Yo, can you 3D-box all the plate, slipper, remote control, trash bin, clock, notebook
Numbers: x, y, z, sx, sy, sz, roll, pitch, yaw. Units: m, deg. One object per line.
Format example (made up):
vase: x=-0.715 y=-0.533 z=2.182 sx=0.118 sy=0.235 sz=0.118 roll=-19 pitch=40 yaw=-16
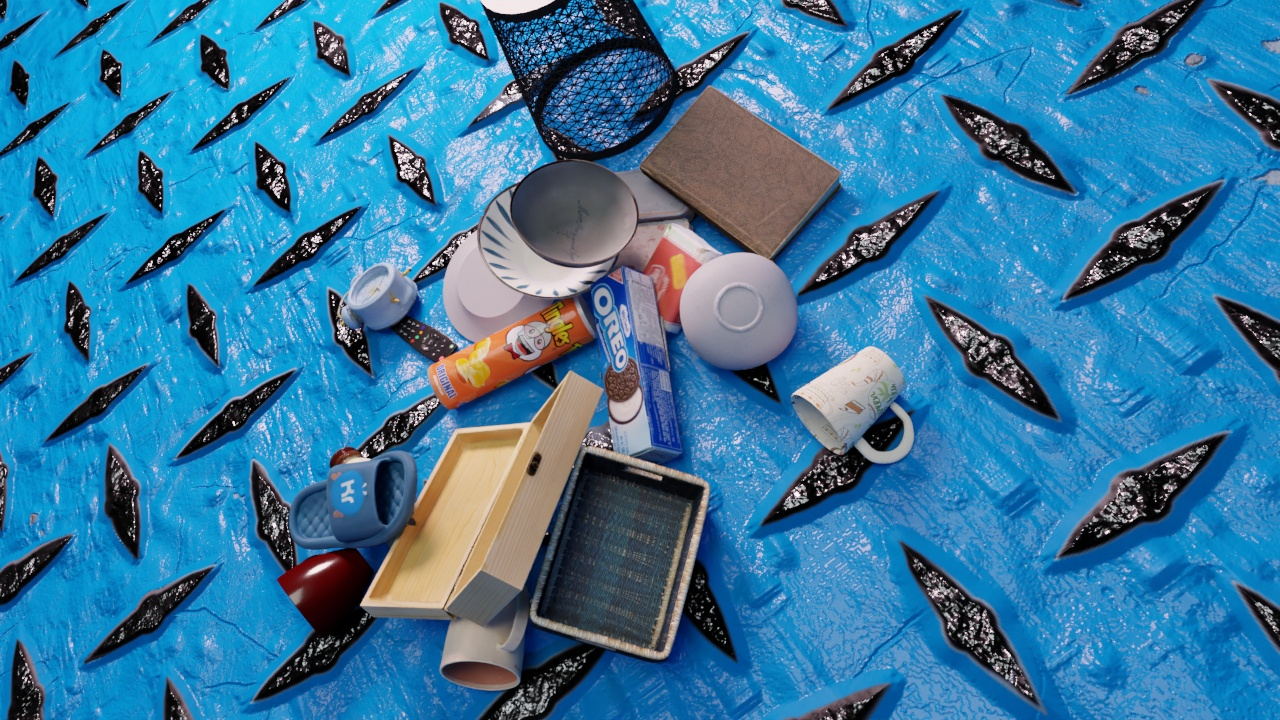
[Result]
plate: x=-0.190 y=-0.106 z=1.207 sx=0.173 sy=0.019 sz=0.172 roll=-5 pitch=76 yaw=20
slipper: x=-0.337 y=0.168 z=1.055 sx=0.214 sy=0.059 sz=0.103 roll=-20 pitch=68 yaw=28
remote control: x=-0.295 y=-0.031 z=1.240 sx=0.125 sy=0.010 sz=0.039 roll=28 pitch=76 yaw=31
trash bin: x=-0.091 y=-0.433 z=1.235 sx=0.217 sy=0.243 sz=0.216 roll=-10 pitch=60 yaw=17
clock: x=-0.369 y=-0.087 z=1.270 sx=0.125 sy=0.051 sz=0.088 roll=-12 pitch=51 yaw=27
notebook: x=0.111 y=-0.214 z=1.131 sx=0.215 sy=0.034 sz=0.190 roll=39 pitch=82 yaw=16

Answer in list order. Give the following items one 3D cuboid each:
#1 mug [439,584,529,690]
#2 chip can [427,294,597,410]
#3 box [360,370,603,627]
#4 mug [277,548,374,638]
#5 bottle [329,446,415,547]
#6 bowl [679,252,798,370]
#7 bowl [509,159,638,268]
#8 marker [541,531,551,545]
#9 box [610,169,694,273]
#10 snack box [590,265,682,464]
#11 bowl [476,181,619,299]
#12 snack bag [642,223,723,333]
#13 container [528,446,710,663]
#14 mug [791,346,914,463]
mug: x=-0.153 y=0.277 z=0.964 sx=0.112 sy=0.085 sz=0.104 roll=-38 pitch=36 yaw=38
chip can: x=-0.158 y=-0.011 z=1.142 sx=0.210 sy=0.062 sz=0.062 roll=-26 pitch=57 yaw=7
box: x=-0.162 y=0.155 z=0.987 sx=0.262 sy=0.096 sz=0.246 roll=-19 pitch=36 yaw=39
mug: x=-0.367 y=0.256 z=1.079 sx=0.088 sy=0.087 sz=0.114 roll=-38 pitch=37 yaw=-22
bottle: x=-0.322 y=0.164 z=1.117 sx=0.162 sy=0.056 sz=0.056 roll=36 pitch=80 yaw=33
bowl: x=0.110 y=-0.056 z=1.026 sx=0.132 sy=0.064 sz=0.131 roll=0 pitch=88 yaw=5
bowl: x=-0.079 y=-0.164 z=1.094 sx=0.150 sy=0.057 sz=0.150 roll=2 pitch=64 yaw=-5
marker: x=-0.158 y=0.197 z=1.059 sx=0.123 sy=0.015 sz=0.018 roll=4 pitch=64 yaw=22
box: x=-0.034 y=-0.174 z=1.201 sx=0.217 sy=0.042 sz=0.148 roll=-2 pitch=79 yaw=20
snack box: x=-0.006 y=0.006 z=1.050 sx=0.059 sy=0.059 sz=0.226 roll=-25 pitch=63 yaw=36
bowl: x=-0.114 y=-0.138 z=1.150 sx=0.177 sy=0.071 sz=0.177 roll=2 pitch=64 yaw=-5
snack bag: x=0.040 y=-0.098 z=1.102 sx=0.077 sy=0.036 sz=0.116 roll=40 pitch=108 yaw=33
container: x=-0.021 y=0.199 z=0.939 sx=0.145 sy=0.071 sz=0.187 roll=17 pitch=68 yaw=0
mug: x=0.234 y=0.052 z=0.955 sx=0.097 sy=0.081 sz=0.122 roll=-38 pitch=77 yaw=-10
